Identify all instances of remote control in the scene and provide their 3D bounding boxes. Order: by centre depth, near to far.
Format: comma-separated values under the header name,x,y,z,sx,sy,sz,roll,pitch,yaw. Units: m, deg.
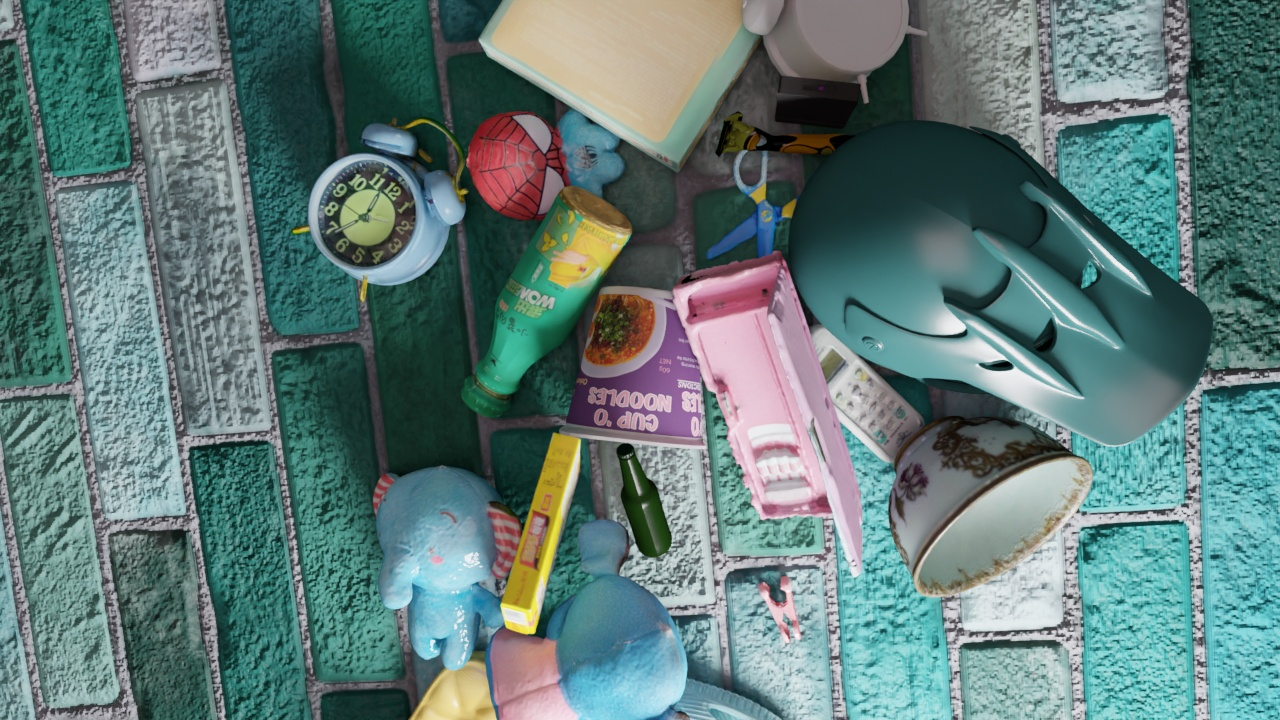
name,x,y,z,sx,sy,sz,roll,pitch,yaw
remote control,0.133,-0.196,0.700,0.058,0.133,0.013,8,97,6
remote control,0.177,0.027,0.761,0.133,0.022,0.050,42,85,-12

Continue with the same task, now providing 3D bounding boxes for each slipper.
name,x,y,z,sx,sy,sz,roll,pitch,yaw
slipper,0.028,0.335,0.810,0.276,0.069,0.116,25,96,5
slipper,-0.200,0.388,0.842,0.099,0.078,0.263,31,99,6

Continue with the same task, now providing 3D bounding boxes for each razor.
name,x,y,z,sx,sy,sz,roll,pitch,yaw
razor,0.135,-0.178,0.746,0.144,0.044,0.021,1,65,-5

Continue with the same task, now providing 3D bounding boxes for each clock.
name,x,y,z,sx,sy,sz,roll,pitch,yaw
clock,0.138,-0.279,0.710,0.159,0.061,0.119,43,81,-13
clock,-0.217,-0.137,0.794,0.118,0.060,0.162,41,96,3

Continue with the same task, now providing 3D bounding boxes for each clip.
name,x,y,z,sx,sy,sz,roll,pitch,yaw
clip,0.129,0.215,0.806,0.045,0.023,0.060,-43,84,12

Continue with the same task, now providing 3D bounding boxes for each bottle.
name,x,y,z,sx,sy,sz,roll,pitch,yaw
bottle,-0.087,-0.042,0.773,0.068,0.068,0.210,35,112,3
bottle,0.000,0.117,0.774,0.033,0.033,0.123,-9,130,9

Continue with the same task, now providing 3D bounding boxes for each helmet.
name,x,y,z,sx,sy,sz,roll,pitch,yaw
helmet,0.238,-0.058,0.657,0.275,0.200,0.176,34,89,1

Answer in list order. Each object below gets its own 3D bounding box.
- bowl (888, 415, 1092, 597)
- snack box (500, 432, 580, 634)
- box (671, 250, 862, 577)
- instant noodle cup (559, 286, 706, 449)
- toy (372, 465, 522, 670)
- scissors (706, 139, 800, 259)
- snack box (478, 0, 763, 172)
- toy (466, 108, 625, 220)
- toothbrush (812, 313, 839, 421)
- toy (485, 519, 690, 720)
name,x,y,z,sx,sy,sz,roll,pitch,yaw
bowl,0.258,0.100,0.726,0.160,0.160,0.094,-40,49,10
snack box,-0.080,0.143,0.761,0.025,0.075,0.152,13,61,3
box,0.097,0.047,0.698,0.107,0.115,0.233,-9,116,25
instant noodle cup,-0.004,0.004,0.752,0.122,0.136,0.122,4,87,39
toy,-0.181,0.180,0.797,0.184,0.114,0.180,9,95,31
scissors,0.103,-0.129,0.773,0.125,0.016,0.123,-35,87,9
snack box,-0.013,-0.266,0.749,0.193,0.044,0.141,32,90,2
toy,-0.079,-0.166,0.773,0.133,0.062,0.092,-10,102,-3
toothbrush,0.159,0.019,0.779,0.019,0.018,0.188,-5,96,-2
toy,-0.050,0.250,0.772,0.192,0.099,0.223,-29,64,22
